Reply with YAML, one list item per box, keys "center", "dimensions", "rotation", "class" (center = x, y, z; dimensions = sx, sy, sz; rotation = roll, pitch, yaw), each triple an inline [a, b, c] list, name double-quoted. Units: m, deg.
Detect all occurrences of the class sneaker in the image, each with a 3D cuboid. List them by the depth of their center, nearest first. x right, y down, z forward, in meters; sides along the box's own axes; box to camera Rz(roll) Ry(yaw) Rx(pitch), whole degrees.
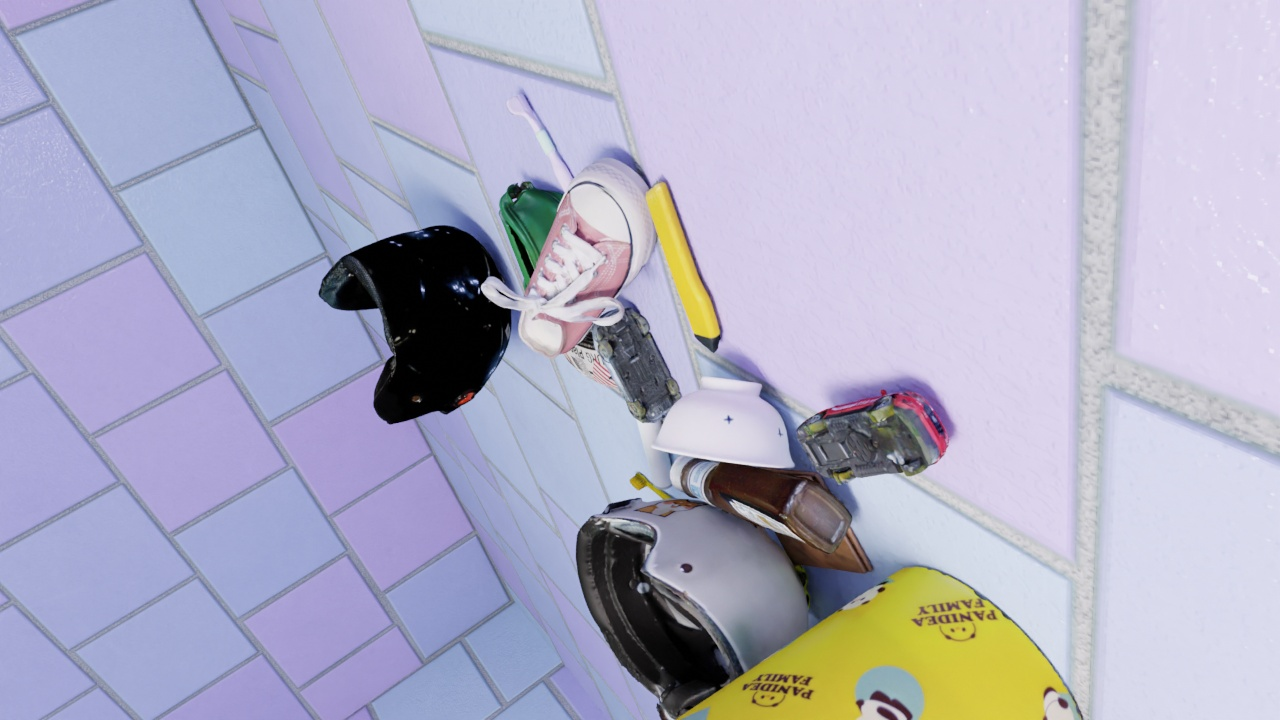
- center: [-0.063, -0.070, 0.802]
  dimensions: [0.118, 0.087, 0.242]
  rotation: [38, 139, 3]
  class: "sneaker"

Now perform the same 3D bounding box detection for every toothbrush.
- center: [-0.069, -0.162, 0.861]
  dimensions: [0.021, 0.029, 0.189]
  rotation: [-25, 100, 33]
  class: "toothbrush"
- center: [0.008, 0.064, 1.006]
  dimensions: [0.026, 0.027, 0.221]
  rotation: [-86, -13, -46]
  class: "toothbrush"
- center: [0.040, 0.179, 1.120]
  dimensions: [0.190, 0.016, 0.016]
  rotation: [28, 145, 55]
  class: "toothbrush"

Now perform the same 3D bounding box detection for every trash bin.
- center: [0.157, 0.295, 0.657]
  dimensions: [0.229, 0.254, 0.230]
  rotation: [49, 159, 25]
  class: "trash bin"

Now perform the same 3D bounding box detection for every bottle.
- center: [0.090, 0.114, 0.785]
  dimensions: [0.080, 0.044, 0.195]
  rotation: [39, 165, -26]
  class: "bottle"

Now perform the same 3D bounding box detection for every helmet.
- center: [0.060, 0.226, 0.871]
  dimensions: [0.274, 0.156, 0.230]
  rotation: [-2, 108, 67]
  class: "helmet"
- center: [-0.284, -0.051, 1.236]
  dimensions: [0.233, 0.230, 0.275]
  rotation: [59, 173, 25]
  class: "helmet"

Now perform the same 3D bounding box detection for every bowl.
- center: [0.071, 0.048, 0.753]
  dimensions: [0.118, 0.118, 0.064]
  rotation: [-175, 94, -66]
  class: "bowl"

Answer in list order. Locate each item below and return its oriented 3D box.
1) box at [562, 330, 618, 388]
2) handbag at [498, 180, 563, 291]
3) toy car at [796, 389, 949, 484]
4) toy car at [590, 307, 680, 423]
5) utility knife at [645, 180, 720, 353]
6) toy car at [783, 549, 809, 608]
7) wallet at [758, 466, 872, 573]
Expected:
- center: [-0.054, -0.011, 1.030]
  dimensions: [0.164, 0.052, 0.069]
  rotation: [24, 129, 61]
  class: "box"
- center: [-0.093, -0.111, 0.938]
  dimensions: [0.120, 0.068, 0.131]
  rotation: [48, 161, 45]
  class: "handbag"
- center: [0.153, 0.048, 0.607]
  dimensions: [0.053, 0.045, 0.121]
  rotation: [58, 155, -6]
  class: "toy car"
- center: [-0.005, 0.005, 0.909]
  dimensions: [0.120, 0.054, 0.037]
  rotation: [62, 158, -15]
  class: "toy car"
- center: [0.037, -0.075, 0.743]
  dimensions: [0.033, 0.015, 0.156]
  rotation: [18, 136, 52]
  class: "utility knife"
- center: [0.149, 0.231, 0.918]
  dimensions: [0.048, 0.032, 0.105]
  rotation: [35, 139, 49]
  class: "toy car"
- center: [0.145, 0.140, 0.809]
  dimensions: [0.101, 0.020, 0.115]
  rotation: [58, 158, -7]
  class: "wallet"
